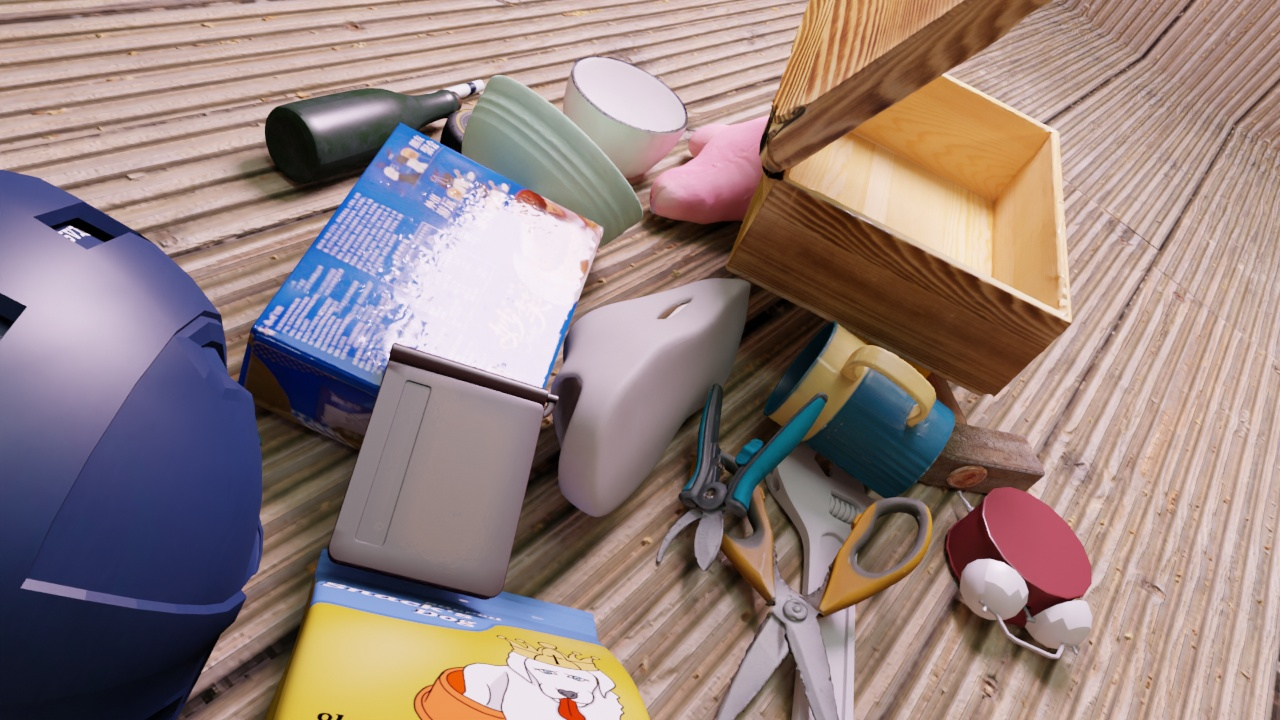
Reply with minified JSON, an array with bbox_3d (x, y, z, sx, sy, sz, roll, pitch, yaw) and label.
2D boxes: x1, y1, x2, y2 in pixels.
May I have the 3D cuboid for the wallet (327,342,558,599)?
[{"bbox_3d":[-0.098,0.056,0.469,0.091,0.018,0.115,18,68,-14],"label":"wallet"}]

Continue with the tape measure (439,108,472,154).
[{"bbox_3d":[-0.134,-0.177,0.755,0.061,0.034,0.061,-20,64,-44],"label":"tape measure"}]

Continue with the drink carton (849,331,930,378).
[{"bbox_3d":[0.208,-0.039,0.762,0.058,0.040,0.122,20,41,-8],"label":"drink carton"}]

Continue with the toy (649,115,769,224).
[{"bbox_3d":[0.107,-0.168,0.857,0.236,0.097,0.192,-19,55,-29],"label":"toy"}]

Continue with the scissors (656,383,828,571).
[{"bbox_3d":[0.056,0.063,0.593,0.019,0.154,0.124,56,-6,-37],"label":"scissors"}]

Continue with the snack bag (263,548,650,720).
[{"bbox_3d":[-0.082,0.161,0.404,0.159,0.102,0.205,18,20,-15],"label":"snack bag"}]

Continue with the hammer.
[{"bbox_3d":[0.227,-0.019,0.815,0.157,0.037,0.300,11,44,-23],"label":"hammer"}]

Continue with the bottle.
[{"bbox_3d":[-0.201,-0.184,0.705,0.055,0.055,0.173,40,39,10],"label":"bottle"}]

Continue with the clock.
[{"bbox_3d":[0.272,0.150,0.661,0.096,0.048,0.137,25,40,-7],"label":"clock"}]

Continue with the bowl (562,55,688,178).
[{"bbox_3d":[-0.021,-0.218,0.842,0.116,0.066,0.116,17,42,-16],"label":"bowl"}]

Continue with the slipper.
[{"bbox_3d":[-0.004,0.004,0.605,0.081,0.113,0.265,22,32,17],"label":"slipper"}]

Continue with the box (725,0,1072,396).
[{"bbox_3d":[0.224,-0.214,0.664,0.284,0.325,0.278,25,48,-2],"label":"box"}]

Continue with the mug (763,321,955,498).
[{"bbox_3d":[0.157,0.031,0.632,0.107,0.114,0.083,38,66,1],"label":"mug"}]

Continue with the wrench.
[{"bbox_3d":[0.111,0.149,0.589,0.086,0.018,0.272,26,41,-7],"label":"wrench"}]

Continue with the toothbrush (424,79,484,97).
[{"bbox_3d":[-0.197,-0.217,0.773,0.017,0.012,0.186,38,40,13],"label":"toothbrush"}]

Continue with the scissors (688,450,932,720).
[{"bbox_3d":[0.088,0.134,0.568,0.216,0.016,0.224,34,51,23],"label":"scissors"}]

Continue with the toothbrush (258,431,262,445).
[{"bbox_3d":[-0.266,-0.015,0.520,0.016,0.017,0.190,-22,63,-44],"label":"toothbrush"}]

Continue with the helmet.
[{"bbox_3d":[-0.260,0.035,0.354,0.232,0.223,0.272,21,5,-12],"label":"helmet"}]

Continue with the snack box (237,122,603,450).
[{"bbox_3d":[-0.125,-0.036,0.569,0.155,0.069,0.202,26,46,-10],"label":"snack box"}]

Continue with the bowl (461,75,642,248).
[{"bbox_3d":[-0.078,-0.131,0.685,0.151,0.151,0.077,40,85,10],"label":"bowl"}]
